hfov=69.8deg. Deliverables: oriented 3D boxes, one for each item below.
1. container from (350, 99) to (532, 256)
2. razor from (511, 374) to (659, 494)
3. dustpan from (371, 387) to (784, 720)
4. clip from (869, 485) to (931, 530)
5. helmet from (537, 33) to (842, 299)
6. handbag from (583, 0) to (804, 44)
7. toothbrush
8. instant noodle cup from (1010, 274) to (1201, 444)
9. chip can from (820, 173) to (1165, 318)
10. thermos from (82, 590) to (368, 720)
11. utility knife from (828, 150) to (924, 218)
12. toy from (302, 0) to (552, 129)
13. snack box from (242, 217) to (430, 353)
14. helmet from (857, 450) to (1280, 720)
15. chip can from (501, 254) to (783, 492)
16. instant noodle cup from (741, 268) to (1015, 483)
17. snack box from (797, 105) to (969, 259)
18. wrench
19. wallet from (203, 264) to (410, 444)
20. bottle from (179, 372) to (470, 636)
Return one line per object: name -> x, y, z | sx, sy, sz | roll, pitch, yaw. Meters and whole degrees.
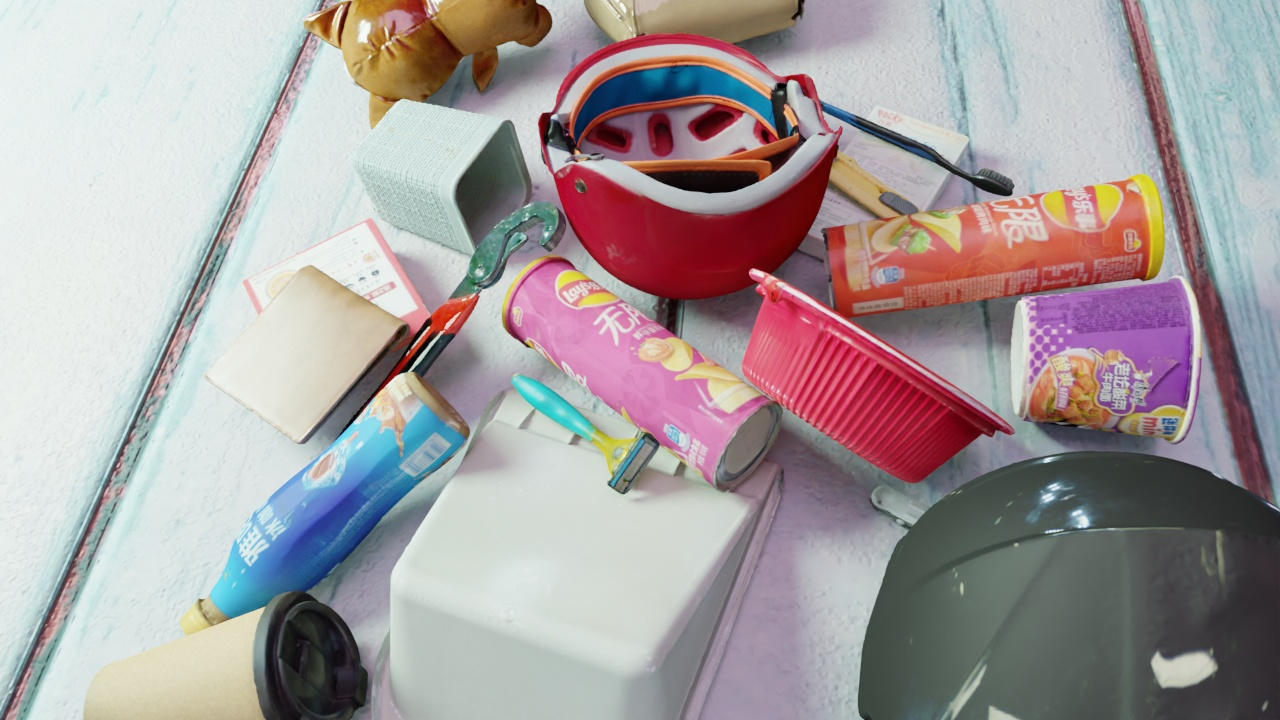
container -> -0.165, -0.154, 0.758 | 0.111, 0.090, 0.089 | 20, 61, 20
razor -> -0.044, 0.043, 0.630 | 0.132, 0.028, 0.043 | 31, 86, 36
dustpan -> -0.051, 0.163, 0.593 | 0.223, 0.143, 0.257 | 15, 31, 15
clip -> 0.178, 0.102, 0.604 | 0.058, 0.039, 0.026 | 28, 66, 20
helmet -> 0.032, -0.139, 0.700 | 0.207, 0.144, 0.239 | -11, 42, -7
handbag -> 0.050, -0.350, 0.858 | 0.204, 0.100, 0.147 | -15, 65, -4
toothbrush -> 0.215, -0.177, 0.745 | 0.189, 0.014, 0.016 | 33, 66, 24
instant noodle cup -> 0.301, 0.000, 0.608 | 0.099, 0.112, 0.111 | -1, 57, 16
chip can -> 0.239, -0.075, 0.641 | 0.217, 0.073, 0.073 | -9, 57, 14
thermos -> -0.248, 0.196, 0.550 | 0.143, 0.093, 0.093 | -16, 57, 6
utility knife -> 0.205, -0.113, 0.709 | 0.031, 0.020, 0.196 | -44, 71, -12
toy -> -0.191, -0.306, 0.841 | 0.199, 0.130, 0.140 | -35, 99, -4
snack box -> -0.229, -0.035, 0.714 | 0.113, 0.044, 0.127 | -29, 61, -13
helmet -> 0.228, 0.176, 0.440 | 0.233, 0.230, 0.274 | 4, 78, 10
chip can -> -0.004, 0.004, 0.639 | 0.210, 0.071, 0.071 | 35, 67, 30
instant noodle cup -> 0.136, 0.017, 0.587 | 0.194, 0.193, 0.066 | 34, 97, 23
snack box -> 0.195, -0.138, 0.746 | 0.085, 0.027, 0.156 | 27, 64, 20
wrench -> -0.150, -0.008, 0.658 | 0.273, 0.016, 0.056 | -51, 50, -2
wallet -> -0.240, -0.006, 0.660 | 0.101, 0.020, 0.115 | 30, 68, 20
bottle -> -0.210, 0.102, 0.605 | 0.218, 0.065, 0.065 | -44, 63, -4
